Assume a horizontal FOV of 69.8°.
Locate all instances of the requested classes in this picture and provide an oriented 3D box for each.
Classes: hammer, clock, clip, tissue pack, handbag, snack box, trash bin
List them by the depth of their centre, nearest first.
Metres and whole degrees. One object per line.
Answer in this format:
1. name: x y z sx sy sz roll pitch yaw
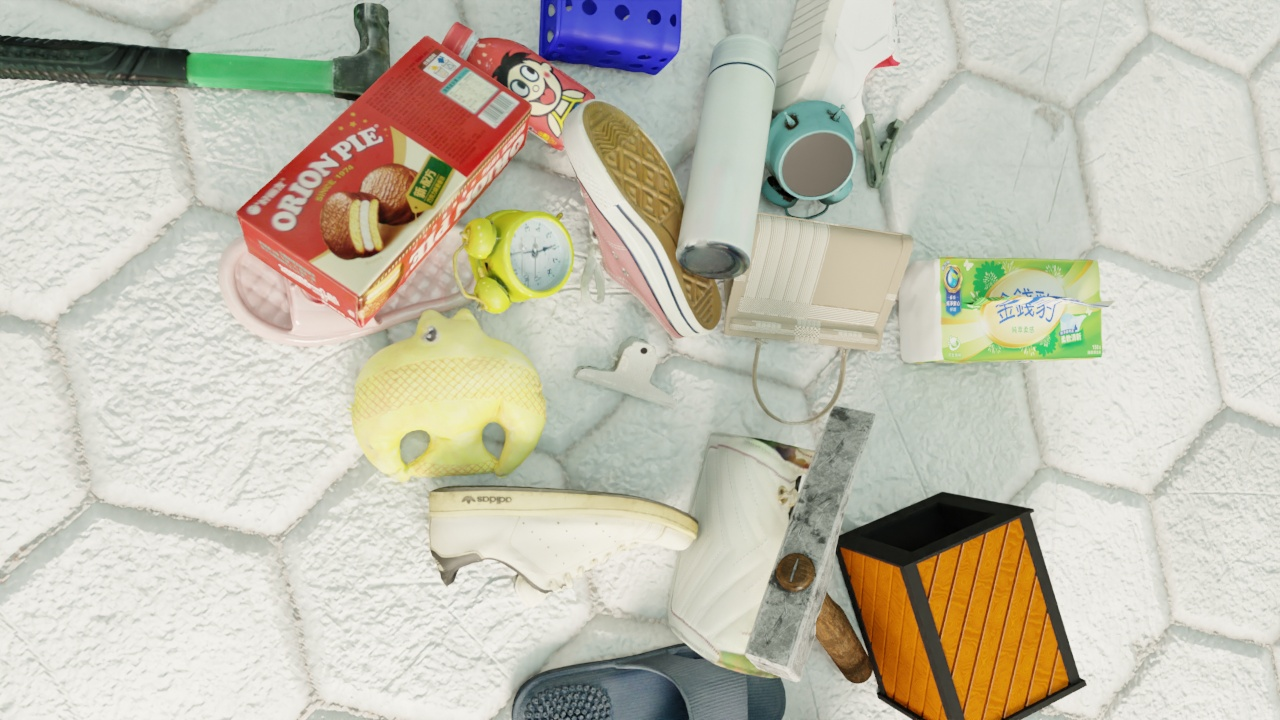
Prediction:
1. snack box: -0.200 -0.150 0.748 0.113 0.060 0.235 33 63 1
2. hammer: -0.373 -0.241 0.763 0.318 0.032 0.130 0 89 -15
3. clock: -0.113 -0.087 0.793 0.118 0.057 0.083 -23 109 -37
4. hammer: 0.180 0.200 0.815 0.217 0.037 0.301 -66 148 -22
5. handbag: 0.103 0.168 0.828 0.096 0.142 0.198 16 86 -16
6. clip: -0.006 0.007 0.856 0.101 0.043 0.054 18 97 -15
7. clock: 0.162 -0.185 0.876 0.090 0.053 0.124 -6 131 1
8. trash bin: 0.297 0.238 0.878 0.139 0.140 0.172 -19 94 -15
9. handbag: 0.162 -0.035 0.895 0.175 0.062 0.198 6 93 -15
10. tissue pack: 0.374 -0.051 0.905 0.197 0.141 0.120 -8 91 -15
11. clip: 0.243 -0.211 0.935 0.061 0.023 0.075 7 85 -14

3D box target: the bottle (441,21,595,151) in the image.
1. bottle: -0.112 -0.249 0.818 0.137 0.062 0.062 31 81 -13

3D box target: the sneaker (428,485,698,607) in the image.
1. sneaker: -0.067 0.165 0.805 0.241 0.089 0.102 6 78 -11

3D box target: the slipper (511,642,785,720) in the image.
1. slipper: 0.018 0.316 0.831 0.263 0.083 0.101 1 86 -15

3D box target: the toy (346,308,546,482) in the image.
1. toy: -0.167 0.032 0.798 0.170 0.064 0.155 -1 102 -10

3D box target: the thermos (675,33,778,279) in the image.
1. thermos: 0.081 -0.188 0.835 0.068 0.068 0.229 16 67 -15

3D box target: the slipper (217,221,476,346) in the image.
1. slipper: -0.239 -0.071 0.782 0.221 0.056 0.107 -9 92 -18

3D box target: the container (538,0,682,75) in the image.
1. container: -0.028 -0.313 0.831 0.113 0.085 0.084 2 89 -17

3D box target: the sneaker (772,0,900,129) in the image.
1. sneaker: 0.215 -0.333 0.901 0.104 0.090 0.236 22 82 -23

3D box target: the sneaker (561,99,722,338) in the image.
1. sneaker: -0.012 -0.118 0.829 0.241 0.088 0.118 60 42 -26
